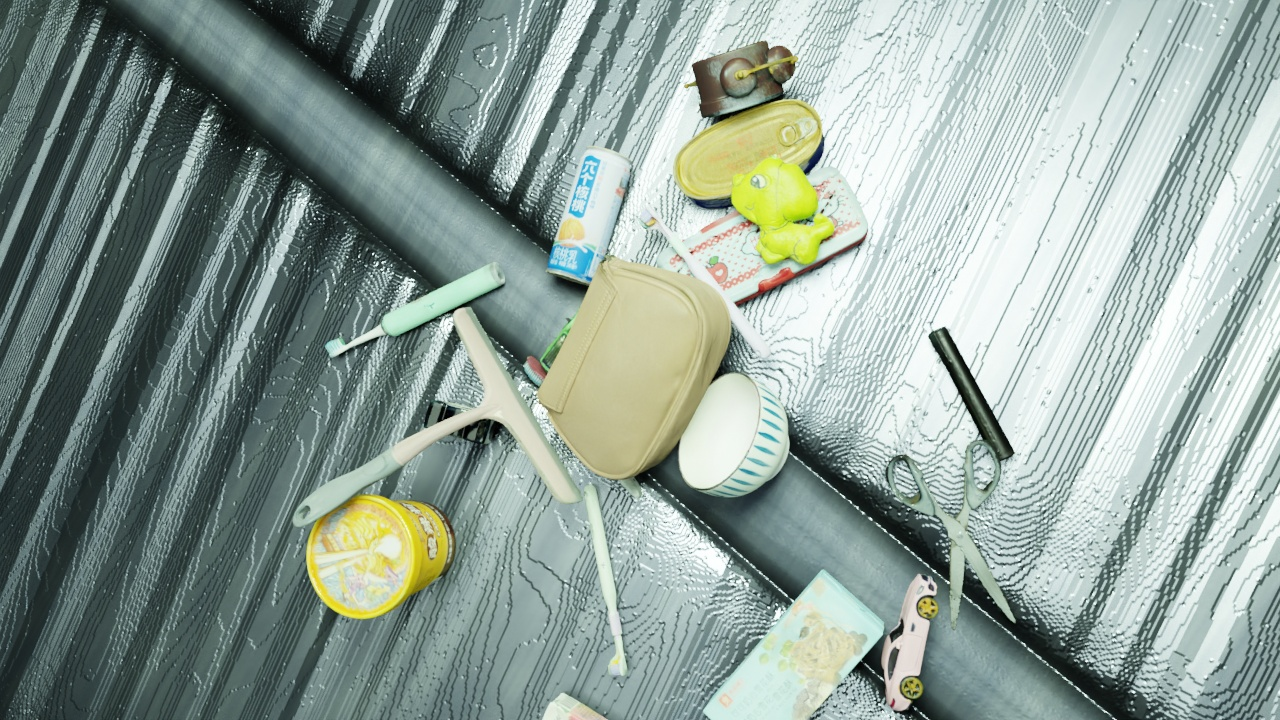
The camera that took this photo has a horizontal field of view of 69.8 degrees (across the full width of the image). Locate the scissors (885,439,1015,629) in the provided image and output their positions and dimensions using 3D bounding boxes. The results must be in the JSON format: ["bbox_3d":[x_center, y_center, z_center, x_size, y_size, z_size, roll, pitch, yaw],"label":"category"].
[{"bbox_3d":[0.288,0.151,0.830,0.178,0.014,0.160,37,109,20],"label":"scissors"}]

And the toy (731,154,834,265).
[{"bbox_3d":[0.131,-0.139,0.848,0.097,0.031,0.100,4,96,13],"label":"toy"}]

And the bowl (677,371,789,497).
[{"bbox_3d":[0.095,0.076,0.858,0.066,0.116,0.116,25,94,-28],"label":"bowl"}]

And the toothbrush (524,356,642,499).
[{"bbox_3d":[-0.061,0.069,0.941,0.187,0.016,0.017,50,126,12],"label":"toothbrush"}]

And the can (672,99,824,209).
[{"bbox_3d":[0.107,-0.198,0.894,0.148,0.049,0.074,-21,81,14],"label":"can"}]

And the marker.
[{"bbox_3d":[0.300,0.030,0.835,0.020,0.022,0.132,-35,75,43],"label":"marker"}]

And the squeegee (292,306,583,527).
[{"bbox_3d":[-0.222,0.090,0.880,0.249,0.040,0.247,-30,67,-11],"label":"squeegee"}]

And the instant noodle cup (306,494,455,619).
[{"bbox_3d":[-0.256,0.194,0.936,0.118,0.114,0.118,-1,85,16],"label":"instant noodle cup"}]

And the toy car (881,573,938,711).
[{"bbox_3d":[0.239,0.250,0.820,0.037,0.056,0.122,12,89,10],"label":"toy car"}]

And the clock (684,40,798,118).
[{"bbox_3d":[0.097,-0.268,0.868,0.082,0.122,0.055,-24,107,-22],"label":"clock"}]

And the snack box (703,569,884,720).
[{"bbox_3d":[0.141,0.283,0.847,0.074,0.051,0.175,40,97,14],"label":"snack box"}]

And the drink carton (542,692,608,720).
[{"bbox_3d":[-0.042,0.382,0.896,0.122,0.045,0.053,25,92,16],"label":"drink carton"}]

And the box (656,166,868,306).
[{"bbox_3d":[0.115,-0.111,0.887,0.201,0.047,0.086,-26,79,13],"label":"box"}]

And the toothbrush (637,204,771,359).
[{"bbox_3d":[0.061,-0.074,0.873,0.021,0.029,0.189,-32,73,-26],"label":"toothbrush"}]

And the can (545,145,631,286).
[{"bbox_3d":[-0.052,-0.146,0.934,0.053,0.053,0.134,18,91,17],"label":"can"}]

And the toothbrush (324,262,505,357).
[{"bbox_3d":[-0.247,-0.050,0.998,0.225,0.026,0.027,-24,101,14],"label":"toothbrush"}]

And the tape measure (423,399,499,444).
[{"bbox_3d":[-0.183,0.064,0.950,0.066,0.066,0.033,16,87,11],"label":"tape measure"}]

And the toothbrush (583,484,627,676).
[{"bbox_3d":[-0.037,0.219,0.921,0.020,0.029,0.189,-5,81,-27],"label":"toothbrush"}]

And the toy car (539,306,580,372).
[{"bbox_3d":[-0.065,-0.020,0.939,0.043,0.036,0.091,41,93,16],"label":"toy car"}]

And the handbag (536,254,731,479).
[{"bbox_3d":[-0.005,0.005,0.874,0.148,0.099,0.205,35,111,21],"label":"handbag"}]
